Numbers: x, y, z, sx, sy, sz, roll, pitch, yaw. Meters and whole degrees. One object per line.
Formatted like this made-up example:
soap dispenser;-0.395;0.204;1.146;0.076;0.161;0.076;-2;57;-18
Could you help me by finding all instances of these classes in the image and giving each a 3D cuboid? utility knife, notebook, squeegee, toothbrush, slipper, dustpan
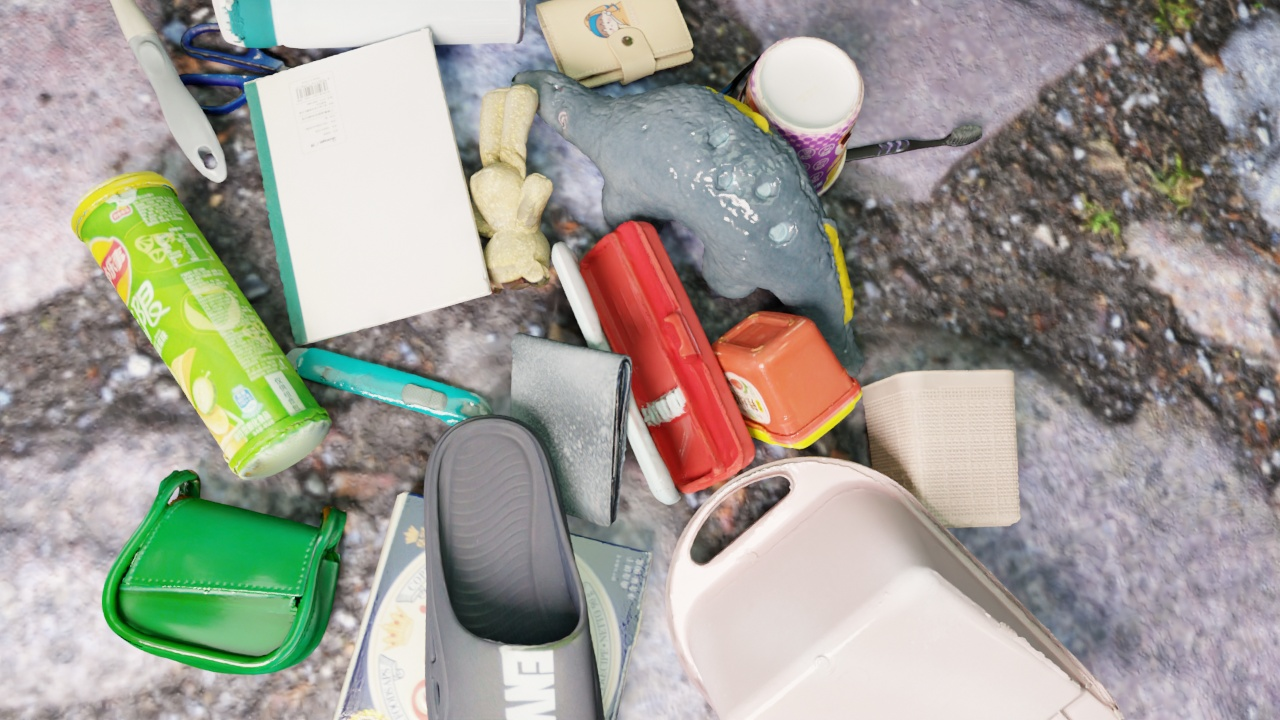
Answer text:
utility knife;-0.181;0.020;0.668;0.161;0.013;0.029;17;73;-5
notebook;-0.203;-0.129;0.674;0.150;0.012;0.209;-15;82;5
squeegee;-0.368;-0.239;0.677;0.246;0.039;0.246;-29;80;-12
toothbrush;0.205;-0.180;0.777;0.189;0.017;0.014;-11;73;-10
slipper;-0.085;0.159;0.569;0.110;0.083;0.268;-8;75;-10
dustpan;0.154;0.202;0.639;0.223;0.138;0.273;-40;112;7
toothbrush;0.057;-0.210;0.762;0.189;0.014;0.016;-40;111;-15

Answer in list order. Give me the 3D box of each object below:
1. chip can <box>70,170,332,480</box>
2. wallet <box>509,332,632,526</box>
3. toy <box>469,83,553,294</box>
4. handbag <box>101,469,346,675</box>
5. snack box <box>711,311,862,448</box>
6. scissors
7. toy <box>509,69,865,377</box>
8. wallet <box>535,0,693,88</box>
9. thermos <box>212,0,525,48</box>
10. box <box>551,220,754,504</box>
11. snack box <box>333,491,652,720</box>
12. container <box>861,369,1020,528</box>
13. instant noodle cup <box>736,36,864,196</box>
chip can;-0.298;-0.022;0.629;0.072;0.073;0.221;-35;84;-15
wallet;-0.053;0.047;0.633;0.097;0.019;0.121;12;102;34
toy;-0.096;-0.129;0.687;0.066;0.105;0.157;0;88;-53
handbag;-0.267;0.141;0.603;0.131;0.068;0.120;15;67;-4
snack box;0.101;0.010;0.666;0.082;0.091;0.080;-36;110;-17
scissors;-0.275;-0.210;0.708;0.173;0.012;0.128;32;75;2
toy;0.050;-0.126;0.685;0.356;0.138;0.091;39;52;2
wallet;-0.019;-0.270;0.759;0.115;0.024;0.087;-19;81;-14
thermos;-0.204;-0.274;0.697;0.224;0.073;0.073;-8;78;-17
box;-0.008;0.006;0.658;0.091;0.095;0.201;-14;76;-45
snack box;-0.099;0.200;0.622;0.182;0.046;0.177;15;74;-6
container;0.224;0.069;0.685;0.090;0.090;0.111;0;80;-10
instant noodle cup;0.121;-0.190;0.718;0.111;0.099;0.111;1;76;-5
